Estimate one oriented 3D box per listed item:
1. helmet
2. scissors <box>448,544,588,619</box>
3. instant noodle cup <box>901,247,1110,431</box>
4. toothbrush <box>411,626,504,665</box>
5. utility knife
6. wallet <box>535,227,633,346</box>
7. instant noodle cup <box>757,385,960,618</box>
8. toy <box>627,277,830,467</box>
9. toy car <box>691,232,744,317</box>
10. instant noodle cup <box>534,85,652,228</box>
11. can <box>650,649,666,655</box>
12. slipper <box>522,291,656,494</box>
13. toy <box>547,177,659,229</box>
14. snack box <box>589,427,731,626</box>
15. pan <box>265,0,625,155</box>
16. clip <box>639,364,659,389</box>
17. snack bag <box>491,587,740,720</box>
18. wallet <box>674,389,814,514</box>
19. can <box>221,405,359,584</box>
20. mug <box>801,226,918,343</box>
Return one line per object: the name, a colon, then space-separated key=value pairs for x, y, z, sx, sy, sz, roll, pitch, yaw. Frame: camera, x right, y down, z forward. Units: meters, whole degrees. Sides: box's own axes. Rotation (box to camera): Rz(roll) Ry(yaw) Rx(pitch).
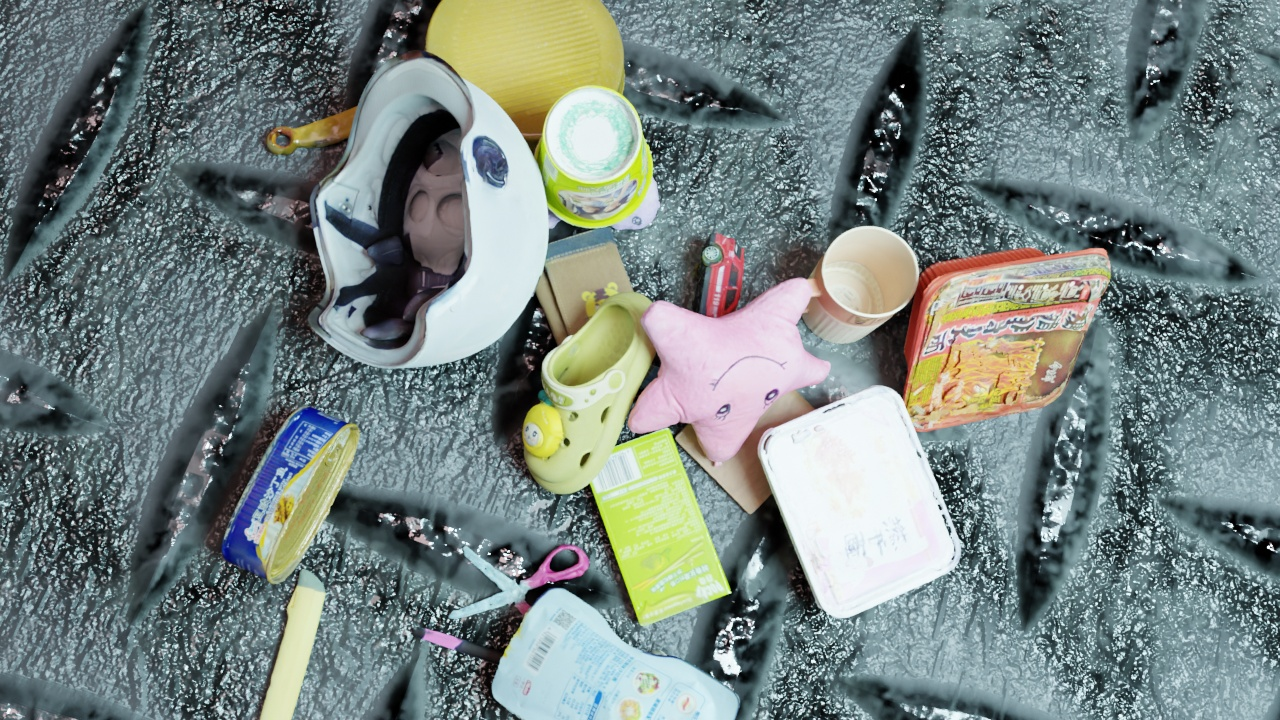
helmet: x=-0.165 y=-0.116 z=0.791 sx=0.230 sy=0.145 sz=0.258 roll=-9 pitch=76 yaw=40
scissors: x=-0.102 y=0.202 z=0.809 sx=0.133 sy=0.017 sz=0.131 roll=39 pitch=81 yaw=10
instant noodle cup: x=0.310 y=-0.026 z=0.818 sx=0.164 sy=0.189 sz=0.079 roll=-9 pitch=43 yaw=-6
toothbrush: x=-0.109 y=0.262 z=0.794 sx=0.189 sy=0.018 sz=0.014 roll=17 pitch=78 yaw=2
utility knife: x=-0.304 y=0.274 z=0.780 sx=0.031 sy=0.020 sz=0.187 roll=11 pitch=71 yaw=4
wallet: x=-0.050 y=-0.059 z=0.861 sx=0.090 sy=0.033 sz=0.115 roll=-20 pitch=83 yaw=-8
instant noodle cup: x=0.186 y=0.121 z=0.807 sx=0.138 sy=0.060 sz=0.173 roll=-21 pitch=90 yaw=-7
toy: x=0.083 y=0.015 z=0.792 sx=0.194 sy=0.179 sz=0.074 roll=-10 pitch=34 yaw=-21
toy car: x=0.069 y=-0.058 z=0.854 sx=0.045 sy=0.053 sz=0.120 roll=13 pitch=76 yaw=-2
instant noodle cup: x=-0.040 y=-0.180 z=0.793 sx=0.111 sy=0.123 sz=0.111 roll=0 pitch=89 yaw=-3
can: x=0.000 y=0.305 z=0.767 sx=0.058 sy=0.058 sz=0.116 roll=37 pitch=78 yaw=5
slipper: x=-0.056 y=0.021 z=0.790 sx=0.092 sy=0.081 sz=0.190 roll=35 pitch=99 yaw=44
toy: x=-0.034 y=-0.160 z=0.875 sx=0.108 sy=0.039 sz=0.084 roll=8 pitch=106 yaw=0
snack box: x=0.013 y=0.146 z=0.816 sx=0.086 sy=0.026 sz=0.156 roll=-21 pitch=79 yaw=0
pan: x=-0.188 y=-0.265 z=0.893 sx=0.357 sy=0.078 sz=0.197 roll=-17 pitch=78 yaw=-13
clip: x=-0.006 y=0.003 z=0.842 sx=0.058 sy=0.045 sz=0.027 roll=44 pitch=88 yaw=-18
snack bag: x=-0.023 y=0.270 z=0.736 sx=0.191 sy=0.039 sz=0.110 roll=25 pitch=71 yaw=25
wallet: x=0.105 y=0.067 z=0.846 sx=0.115 sy=0.020 sz=0.101 roll=-43 pitch=84 yaw=-7
can: x=-0.299 y=0.113 z=0.789 sx=0.049 sy=0.075 sz=0.148 roll=23 pitch=77 yaw=6
mug: x=0.179 y=-0.062 z=0.832 sx=0.114 sy=0.106 sz=0.081 roll=-12 pitch=78 yaw=-5
